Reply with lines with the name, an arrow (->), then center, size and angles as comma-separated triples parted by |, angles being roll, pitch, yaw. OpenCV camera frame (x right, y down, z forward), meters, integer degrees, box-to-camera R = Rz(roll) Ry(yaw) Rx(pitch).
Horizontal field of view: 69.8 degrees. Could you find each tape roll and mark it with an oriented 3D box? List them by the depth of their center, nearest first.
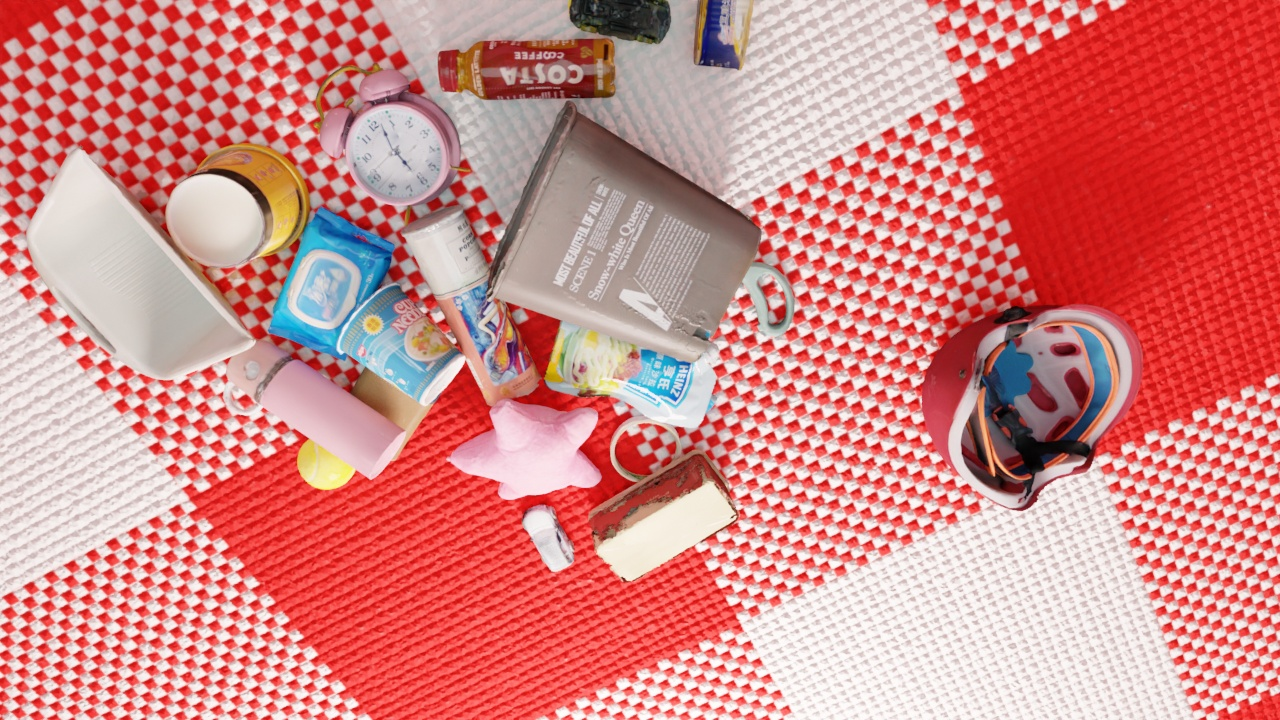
tape roll -> 0.006, 0.107, 1.105 | 0.086, 0.014, 0.086 | -1, 111, -3

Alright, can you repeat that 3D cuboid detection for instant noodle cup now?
instant noodle cup -> -0.409, -0.152, 0.927 | 0.118, 0.114, 0.118 | -1, 112, -3
instant noodle cup -> -0.251, -0.012, 0.984 | 0.110, 0.099, 0.099 | 39, 104, 2

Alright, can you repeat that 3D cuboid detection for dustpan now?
dustpan -> -0.517, -0.069, 0.913 | 0.142, 0.258, 0.223 | -41, 110, -14

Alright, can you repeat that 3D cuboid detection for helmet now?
helmet -> 0.422, 0.032, 1.038 | 0.240, 0.144, 0.207 | -35, 110, -6

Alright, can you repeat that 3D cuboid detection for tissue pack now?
tissue pack -> -0.337, -0.078, 0.993 | 0.095, 0.052, 0.157 | 26, 107, -12

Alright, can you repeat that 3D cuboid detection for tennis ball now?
tennis ball -> -0.361, 0.116, 1.059 | 0.065, 0.065, 0.065 | -1, 111, -3

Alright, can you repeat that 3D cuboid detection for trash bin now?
trash bin -> -0.018, -0.119, 0.919 | 0.219, 0.198, 0.199 | 24, 105, -13

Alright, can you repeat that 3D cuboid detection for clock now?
clock -> -0.259, -0.227, 0.937 | 0.117, 0.059, 0.158 | -39, 106, 10

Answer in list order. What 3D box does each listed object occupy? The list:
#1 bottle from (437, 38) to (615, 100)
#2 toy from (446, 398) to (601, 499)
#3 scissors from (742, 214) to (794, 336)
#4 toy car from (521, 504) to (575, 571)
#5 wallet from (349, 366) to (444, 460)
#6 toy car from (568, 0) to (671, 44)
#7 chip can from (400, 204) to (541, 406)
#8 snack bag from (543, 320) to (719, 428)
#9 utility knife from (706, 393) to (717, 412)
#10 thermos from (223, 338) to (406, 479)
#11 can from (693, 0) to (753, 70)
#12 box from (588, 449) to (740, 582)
bottle -> -0.113, -0.292, 0.922 | 0.175, 0.057, 0.057 | -2, 111, -3
toy -> -0.134, 0.101, 1.045 | 0.178, 0.074, 0.195 | -6, 143, -3
scissors -> 0.101, -0.075, 1.040 | 0.179, 0.019, 0.170 | 32, 105, -13
toy car -> -0.114, 0.220, 1.132 | 0.043, 0.034, 0.090 | -21, 109, 8
wallet -> -0.291, 0.050, 1.057 | 0.090, 0.033, 0.115 | 32, 107, -11
toy car -> -0.021, -0.348, 0.921 | 0.105, 0.032, 0.048 | 5, 111, -18
chip can -> -0.181, -0.057, 1.001 | 0.071, 0.071, 0.215 | -21, 111, 4
snack bag -> -0.006, 0.006, 1.038 | 0.191, 0.039, 0.110 | 16, 96, -8
utility knife -> 0.005, 0.018, 1.070 | 0.179, 0.018, 0.034 | 27, 103, -10
thermos -> -0.365, 0.059, 1.014 | 0.198, 0.067, 0.087 | 33, 90, -1
can -> 0.084, -0.363, 0.898 | 0.049, 0.074, 0.148 | 4, 111, -2
box -> 0.028, 0.191, 1.097 | 0.168, 0.077, 0.091 | -32, 123, 8
